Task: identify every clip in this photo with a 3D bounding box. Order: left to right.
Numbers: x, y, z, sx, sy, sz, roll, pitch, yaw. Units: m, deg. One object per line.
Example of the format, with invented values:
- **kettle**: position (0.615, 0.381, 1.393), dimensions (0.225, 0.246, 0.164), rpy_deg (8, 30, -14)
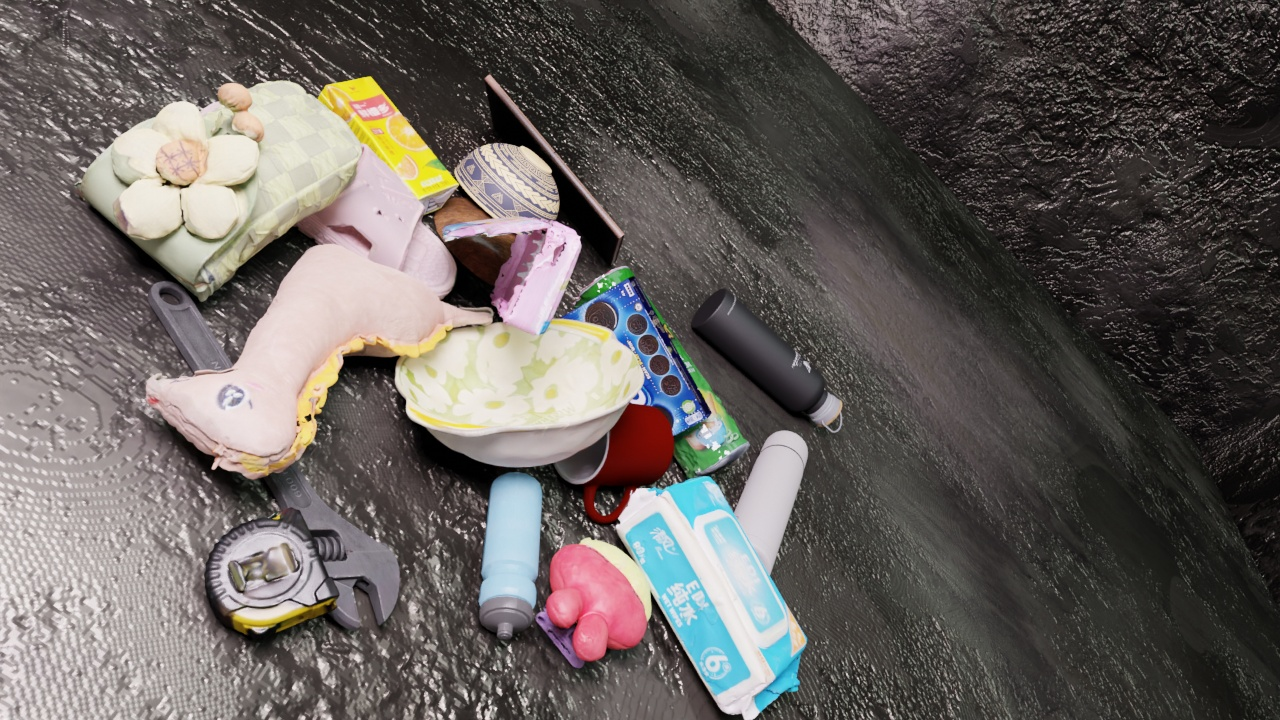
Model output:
- **clip**: position (-0.057, 0.203, 0.676), dimensions (0.053, 0.013, 0.036), rpy_deg (55, 30, 13)

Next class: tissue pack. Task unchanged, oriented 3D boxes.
- **tissue pack**: position (0.065, 0.197, 0.779), dimensions (0.209, 0.066, 0.116), rpy_deg (60, 25, 15)

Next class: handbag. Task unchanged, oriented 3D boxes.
- **handbag**: position (-0.283, -0.138, 0.634), dimensions (0.113, 0.117, 0.185), rpy_deg (41, 57, 0)

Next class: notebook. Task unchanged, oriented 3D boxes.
- **notebook**: position (-0.092, -0.196, 0.982), dimensions (0.209, 0.008, 0.141), rpy_deg (50, -8, 1)

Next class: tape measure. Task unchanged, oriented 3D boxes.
- **tape measure**: position (-0.214, 0.121, 0.523), dimensions (0.062, 0.038, 0.067), rpy_deg (-19, 70, -31)

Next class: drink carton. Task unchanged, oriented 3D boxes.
- **drink carton**: position (-0.236, -0.196, 0.848), dimensions (0.134, 0.043, 0.058), rpy_deg (51, 40, 1)

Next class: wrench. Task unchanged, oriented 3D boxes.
- **wrench**: position (-0.243, 0.057, 0.596), dimensions (0.273, 0.018, 0.073), rpy_deg (54, 31, 10)

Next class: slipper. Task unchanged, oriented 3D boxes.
- **slipper**: position (-0.247, -0.141, 0.760), dimensions (0.239, 0.065, 0.094), rpy_deg (34, 34, -21)

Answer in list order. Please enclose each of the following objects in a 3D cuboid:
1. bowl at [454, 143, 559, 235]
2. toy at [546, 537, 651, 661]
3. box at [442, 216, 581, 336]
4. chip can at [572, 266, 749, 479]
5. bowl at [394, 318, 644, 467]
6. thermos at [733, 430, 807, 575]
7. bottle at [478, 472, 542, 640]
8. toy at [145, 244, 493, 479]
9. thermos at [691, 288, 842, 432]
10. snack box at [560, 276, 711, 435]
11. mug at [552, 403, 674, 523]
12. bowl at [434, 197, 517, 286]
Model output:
- **bowl**: position (-0.124, -0.180, 0.928), dimensions (0.112, 0.061, 0.112), rpy_deg (39, 16, -13)
- **toy**: position (-0.032, 0.178, 0.691), dimensions (0.091, 0.045, 0.135), rpy_deg (48, 17, 9)
- **box**: position (-0.120, -0.087, 0.753), dimensions (0.096, 0.085, 0.230), rpy_deg (22, 4, -15)
- **chip can**: position (0.019, 0.015, 0.917), dimensions (0.223, 0.076, 0.075), rpy_deg (56, 32, 10)
- **bowl**: position (-0.094, 0.031, 0.716), dimensions (0.188, 0.060, 0.218), rpy_deg (14, 27, 21)
- **thermos**: position (0.130, 0.142, 0.937), dimensions (0.052, 0.052, 0.223), rpy_deg (46, 31, -5)
- **bottle**: position (-0.094, 0.142, 0.667), dimensions (0.040, 0.040, 0.129), rpy_deg (30, 36, -28)
- **toy**: position (-0.203, -0.004, 0.636), dimensions (0.196, 0.065, 0.263), rpy_deg (18, 28, -15)
- **thermos**: position (0.166, 0.008, 1.119), dimensions (0.231, 0.061, 0.061), rpy_deg (40, 32, -15)
- **snack box**: position (-0.005, 0.005, 0.862), dimensions (0.150, 0.082, 0.027), rpy_deg (60, 21, 0)
- **mug**: position (-0.024, 0.088, 0.796), dimensions (0.082, 0.073, 0.105), rpy_deg (9, 78, -47)
- **bowl**: position (-0.146, -0.122, 0.900), dimensions (0.114, 0.026, 0.101), rpy_deg (45, 31, -8)
